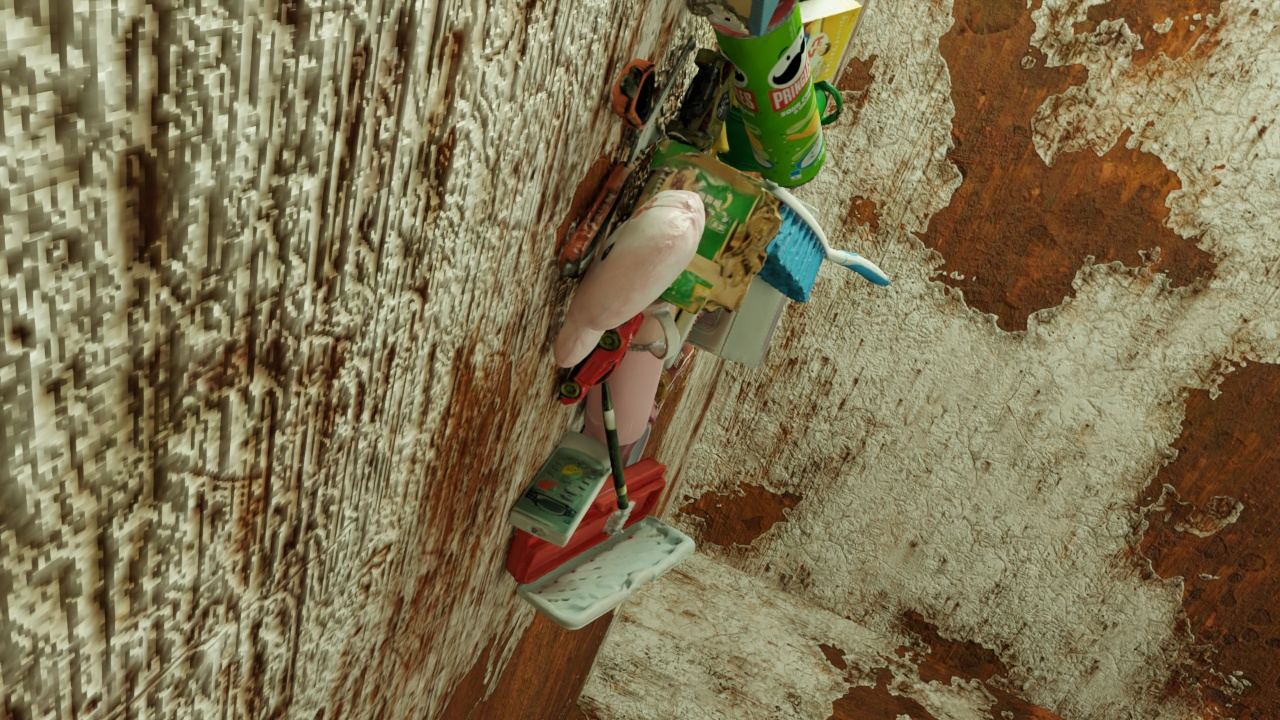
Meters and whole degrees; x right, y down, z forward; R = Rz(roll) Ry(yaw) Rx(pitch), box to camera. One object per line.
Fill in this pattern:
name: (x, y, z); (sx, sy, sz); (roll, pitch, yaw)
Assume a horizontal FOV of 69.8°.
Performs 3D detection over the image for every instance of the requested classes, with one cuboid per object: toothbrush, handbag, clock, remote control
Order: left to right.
remote control: (-0.067, 0.113, 0.839); (0.134, 0.056, 0.019); (-54, 164, -55)
toothbrush: (-0.029, 0.059, 0.834); (0.017, 0.012, 0.186); (-45, 134, -52)
clock: (-0.027, 0.086, 1.002); (0.117, 0.060, 0.158); (-21, 133, -77)
remote control: (0.056, -0.054, 0.982); (0.136, 0.020, 0.055); (-64, 178, 23)
handbag: (0.101, -0.107, 1.062); (0.145, 0.098, 0.197); (25, -85, 54)
handbag: (0.144, -0.252, 0.970); (0.068, 0.120, 0.131); (99, 16, -46)

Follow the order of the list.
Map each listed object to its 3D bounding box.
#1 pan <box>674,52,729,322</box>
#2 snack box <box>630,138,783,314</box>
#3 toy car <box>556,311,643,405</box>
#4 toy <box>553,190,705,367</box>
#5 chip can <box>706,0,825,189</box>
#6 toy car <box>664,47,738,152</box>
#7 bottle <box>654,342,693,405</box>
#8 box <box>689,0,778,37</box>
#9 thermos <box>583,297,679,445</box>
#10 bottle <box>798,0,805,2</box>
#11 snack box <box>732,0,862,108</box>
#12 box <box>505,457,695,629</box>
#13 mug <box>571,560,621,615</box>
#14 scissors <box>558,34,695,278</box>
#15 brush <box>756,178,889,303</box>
pan: (0.056, -0.169, 0.895); (0.358, 0.078, 0.197); (-63, 177, 25)
snack box: (0.043, -0.112, 0.762); (0.118, 0.117, 0.105); (-63, -172, 16)
toy car: (-0.034, -0.002, 0.750); (0.107, 0.031, 0.049); (-47, -170, 33)
toy: (-0.012, -0.058, 0.658); (0.160, 0.054, 0.121); (-46, -169, 36)
chip can: (0.115, -0.236, 0.790); (0.072, 0.072, 0.236); (-65, 157, -10)
toy car: (0.050, -0.202, 0.745); (0.158, 0.042, 0.070); (-90, -157, -84)
bottle: (0.028, 0.000, 1.133); (0.174, 0.057, 0.058); (-51, 162, -63)
box: (0.094, -0.328, 0.643); (0.184, 0.062, 0.090); (-64, 172, -6)
thermos: (-0.005, 0.005, 0.844); (0.067, 0.087, 0.199); (-20, 149, -26)
bottle: (0.166, -0.386, 0.928); (0.219, 0.065, 0.065); (83, 31, -74)
snack box: (0.150, -0.310, 0.915); (0.140, 0.033, 0.087); (-27, 154, -30)
box: (-0.027, 0.180, 0.898); (0.200, 0.102, 0.095); (-20, 140, -48)
mug: (-0.060, 0.217, 0.992); (0.114, 0.106, 0.081); (60, 53, -80)
scissors: (-0.007, -0.147, 0.638); (0.222, 0.015, 0.189); (-44, 158, -78)
brush: (0.196, -0.109, 1.009); (0.314, 0.061, 0.109); (34, 78, -49)
